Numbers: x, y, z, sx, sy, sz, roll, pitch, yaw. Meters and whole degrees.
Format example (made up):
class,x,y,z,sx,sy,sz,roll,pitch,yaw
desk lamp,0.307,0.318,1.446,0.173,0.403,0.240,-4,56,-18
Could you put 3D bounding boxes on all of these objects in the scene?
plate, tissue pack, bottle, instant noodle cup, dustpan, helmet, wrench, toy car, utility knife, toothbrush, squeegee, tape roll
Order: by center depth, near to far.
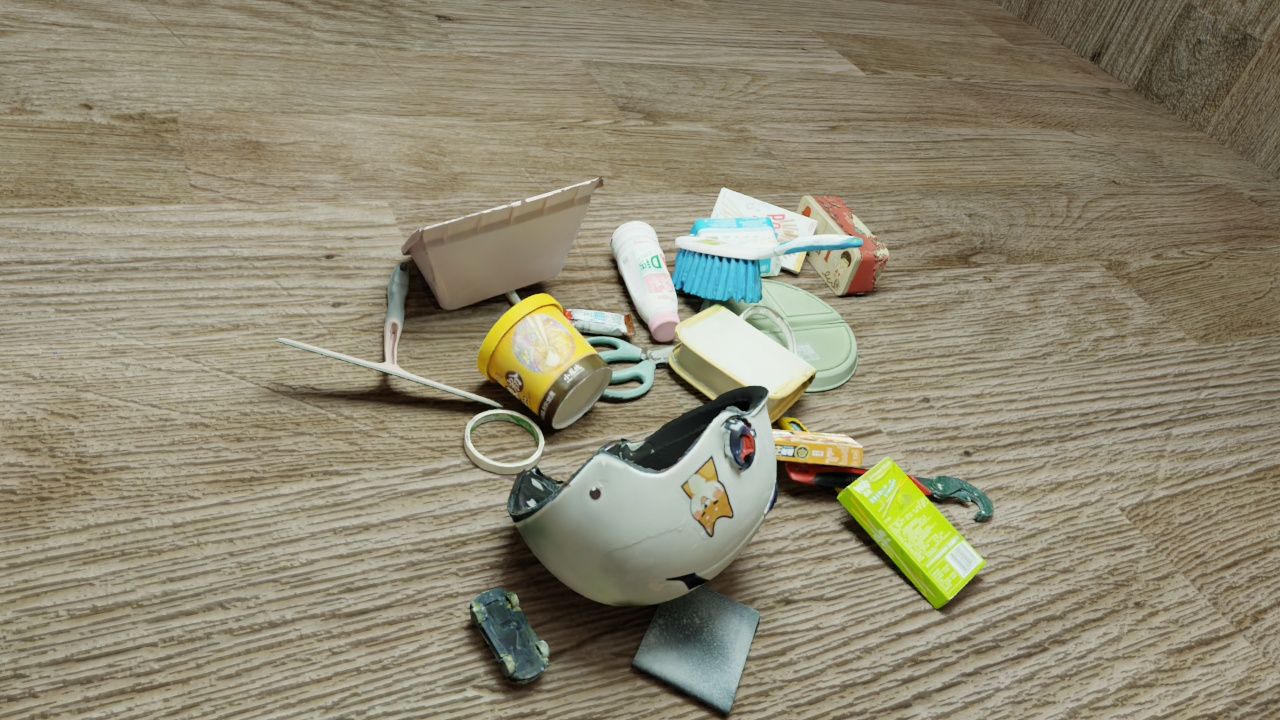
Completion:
class,x,y,z,sx,sy,sz,roll,pitch,yaw
toy car,-0.116,0.241,0.802,0.042,0.034,0.090,-15,51,-38
helmet,0.022,0.137,0.860,0.273,0.231,0.157,-20,89,-34
tape roll,-0.147,0.087,0.992,0.085,0.014,0.085,10,39,-9
instant noodle cup,-0.103,0.006,1.032,0.114,0.119,0.118,43,44,16
wrench,0.292,0.145,1.069,0.273,0.016,0.056,12,39,-16
squeegee,-0.287,-0.042,1.075,0.247,0.040,0.249,19,30,-23
utility knife,0.206,0.105,1.102,0.033,0.015,0.195,-12,47,-36
dustpan,-0.191,-0.172,1.122,0.222,0.274,0.138,-19,70,-22
toothbrush,-0.145,-0.049,1.156,0.018,0.016,0.191,-16,49,-23
bottle,0.010,-0.106,1.246,0.068,0.068,0.196,1,45,-20
plate,0.194,-0.043,1.268,0.230,0.028,0.229,10,39,-8
tissue pack,0.138,-0.164,1.350,0.140,0.063,0.089,-3,41,0

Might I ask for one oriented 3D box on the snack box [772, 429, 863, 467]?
class,x,y,z,sx,sy,sz,roll,pitch,yaw
snack box,0.168,0.097,1.045,0.153,0.026,0.075,5,5,-3

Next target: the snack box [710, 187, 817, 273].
class,x,y,z,sx,sy,sz,roll,pitch,yaw
snack box,0.184,-0.199,1.410,0.157,0.084,0.027,20,-2,4

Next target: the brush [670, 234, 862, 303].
class,x,y,z,sx,sy,sz,roll,pitch,yaw
brush,0.152,-0.124,1.187,0.060,0.109,0.315,-13,22,-39

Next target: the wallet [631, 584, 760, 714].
class,x,y,z,sx,sy,sz,roll,pitch,yaw
wallet,0.055,0.260,0.858,0.097,0.019,0.120,25,38,7

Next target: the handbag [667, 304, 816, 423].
class,x,y,z,sx,sy,sz,roll,pitch,yaw
handbag,0.141,-0.006,1.157,0.163,0.063,0.178,36,43,22

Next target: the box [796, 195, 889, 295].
class,x,y,z,sx,sy,sz,roll,pitch,yaw
box,0.314,-0.183,1.430,0.079,0.091,0.168,-7,45,-24

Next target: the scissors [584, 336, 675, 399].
class,x,y,z,sx,sy,sz,roll,pitch,yaw
scissors,-0.019,-0.010,1.156,0.132,0.019,0.185,37,41,23

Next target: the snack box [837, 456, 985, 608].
class,x,y,z,sx,sy,sz,roll,pitch,yaw
snack box,0.297,0.185,1.006,0.085,0.026,0.156,-27,68,-40

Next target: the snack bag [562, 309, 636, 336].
class,x,y,z,sx,sy,sz,roll,pitch,yaw
snack bag,-0.059,-0.049,1.178,0.104,0.026,0.048,5,38,-16
